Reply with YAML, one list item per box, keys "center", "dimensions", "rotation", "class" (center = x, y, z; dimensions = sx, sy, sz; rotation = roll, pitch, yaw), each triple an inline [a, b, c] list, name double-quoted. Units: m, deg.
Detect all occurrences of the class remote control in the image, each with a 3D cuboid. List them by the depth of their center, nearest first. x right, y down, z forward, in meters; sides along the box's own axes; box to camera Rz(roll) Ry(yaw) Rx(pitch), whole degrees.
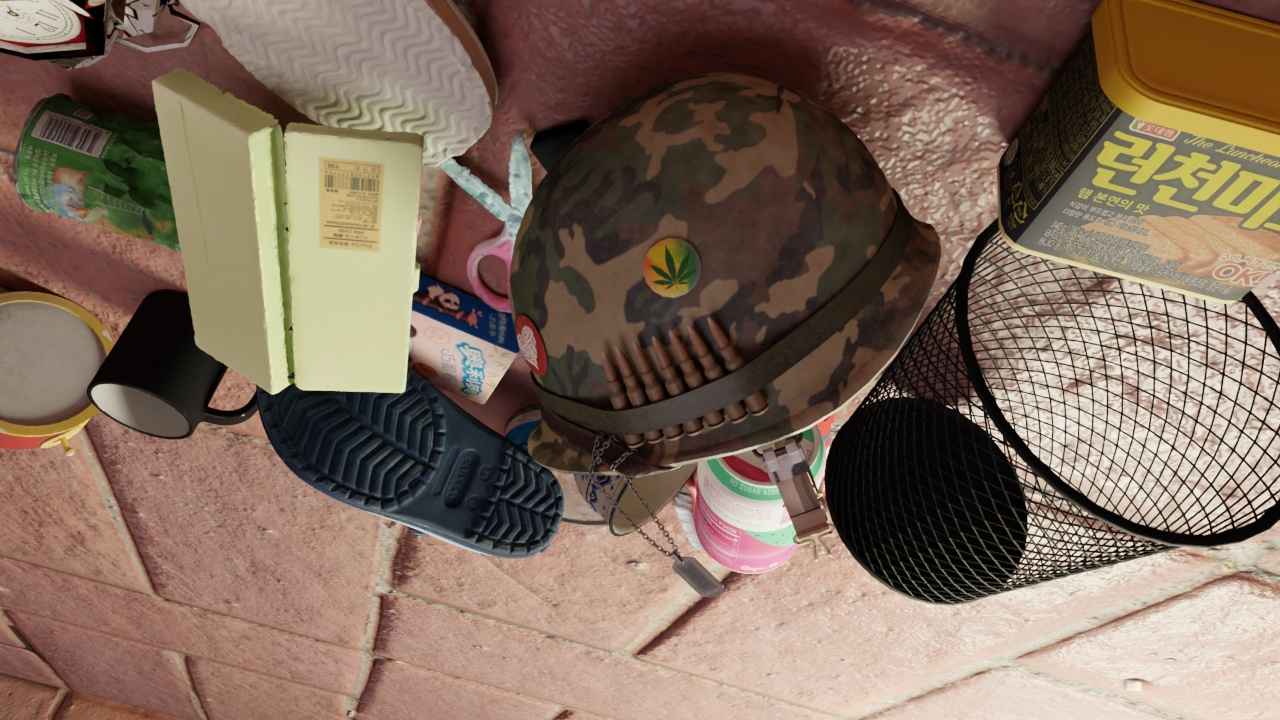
- center: [-0.011, -0.081, 0.548]
  dimensions: [0.034, 0.013, 0.150]
  rotation: [-7, 141, 31]
  class: "remote control"

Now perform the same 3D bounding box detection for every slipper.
- center: [-0.172, -0.190, 0.410]
  dimensions: [0.115, 0.054, 0.272]
  rotation: [-16, 142, 32]
  class: "slipper"
- center: [-0.172, 0.071, 0.674]
  dimensions: [0.252, 0.105, 0.095]
  rotation: [36, 160, -24]
  class: "slipper"

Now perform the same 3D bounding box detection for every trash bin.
- center: [0.212, 0.045, 0.524]
  dimensions: [0.184, 0.183, 0.211]
  rotation: [16, 150, -5]
  class: "trash bin"

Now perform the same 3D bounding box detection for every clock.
- center: [-0.288, -0.188, 0.432]
  dimensions: [0.115, 0.065, 0.154]
  rotation: [-2, 171, 38]
  class: "clock"
- center: [-0.509, 0.004, 0.735]
  dimensions: [0.159, 0.116, 0.081]
  rotation: [38, 141, -24]
  class: "clock"

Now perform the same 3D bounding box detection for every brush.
- center: [0.044, 0.116, 0.789]
  dimensions: [0.030, 0.040, 0.172]
  rotation: [12, 145, 27]
  class: "brush"

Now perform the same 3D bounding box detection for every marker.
- center: [0.135, 0.067, 0.703]
  dimensions: [0.023, 0.021, 0.145]
  rotation: [-20, 143, -6]
  class: "marker"

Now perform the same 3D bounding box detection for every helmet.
- center: [0.039, -0.013, 0.463]
  dimensions: [0.225, 0.192, 0.236]
  rotation: [-41, 104, 14]
  class: "helmet"

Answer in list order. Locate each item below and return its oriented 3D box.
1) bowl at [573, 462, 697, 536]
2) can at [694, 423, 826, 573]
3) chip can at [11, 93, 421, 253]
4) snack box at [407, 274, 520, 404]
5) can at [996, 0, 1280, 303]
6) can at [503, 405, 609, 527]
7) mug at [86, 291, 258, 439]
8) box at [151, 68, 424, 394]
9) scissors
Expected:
- center: [-0.003, 0.065, 0.671]
  dimensions: [0.059, 0.115, 0.116]
  rotation: [38, 152, 22]
  class: "bowl"
- center: [0.086, 0.094, 0.686]
  dimensions: [0.088, 0.088, 0.166]
  rotation: [8, 149, 7]
  class: "can"
- center: [-0.251, -0.091, 0.556]
  dimensions: [0.223, 0.075, 0.076]
  rotation: [17, 145, -7]
  class: "chip can"
- center: [-0.166, -0.025, 0.656]
  dimensions: [0.154, 0.033, 0.088]
  rotation: [23, 145, -14]
  class: "snack box"
- center: [0.242, -0.090, 0.410]
  dimensions: [0.131, 0.072, 0.101]
  rotation: [14, 147, -2]
  class: "can"
- center: [-0.057, 0.091, 0.774]
  dimensions: [0.130, 0.044, 0.130]
  rotation: [8, 145, 6]
  class: "can"
- center: [-0.349, 0.010, 0.713]
  dimensions: [0.113, 0.087, 0.078]
  rotation: [21, 144, -12]
  class: "mug"
- center: [-0.191, -0.054, 0.502]
  dimensions: [0.140, 0.048, 0.188]
  rotation: [14, 134, -6]
  class: "box"
- center: [-0.057, -0.072, 0.563]
  dimensions: [0.168, 0.014, 0.171]
  rotation: [19, 147, 3]
  class: "scissors"
